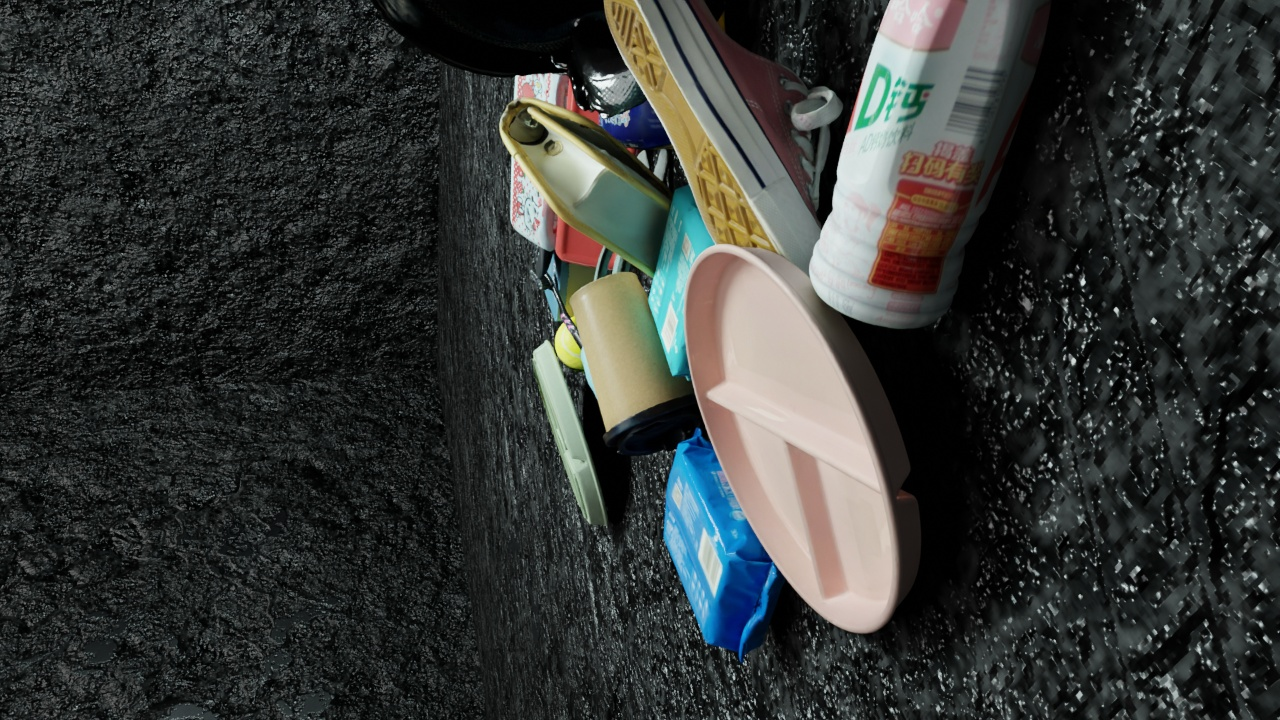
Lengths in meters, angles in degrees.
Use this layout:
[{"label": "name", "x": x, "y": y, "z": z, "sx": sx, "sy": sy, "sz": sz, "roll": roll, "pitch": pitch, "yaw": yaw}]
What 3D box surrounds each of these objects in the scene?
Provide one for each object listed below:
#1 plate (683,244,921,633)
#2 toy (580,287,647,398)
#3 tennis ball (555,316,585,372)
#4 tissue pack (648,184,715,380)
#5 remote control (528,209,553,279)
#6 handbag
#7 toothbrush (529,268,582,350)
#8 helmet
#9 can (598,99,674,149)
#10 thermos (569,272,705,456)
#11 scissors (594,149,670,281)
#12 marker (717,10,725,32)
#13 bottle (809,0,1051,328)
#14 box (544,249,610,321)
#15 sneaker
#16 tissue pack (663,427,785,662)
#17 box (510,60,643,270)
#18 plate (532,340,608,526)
[{"label": "plate", "x": 0.086, "y": 0.041, "z": 0.521, "sx": 0.230, "sy": 0.028, "sz": 0.229, "roll": 159, "pitch": 90, "yaw": -76}, {"label": "toy", "x": -0.013, "y": -0.001, "z": 0.885, "sx": 0.161, "sy": 0.049, "sz": 0.156, "roll": 38, "pitch": 125, "yaw": 51}, {"label": "tennis ball", "x": -0.062, "y": -0.019, "z": 1.022, "sx": 0.065, "sy": 0.065, "sz": 0.065, "roll": 176, "pitch": 91, "yaw": -73}, {"label": "tissue pack", "x": 0.047, "y": -0.060, "z": 0.679, "sx": 0.093, "sy": 0.050, "sz": 0.134, "roll": -108, "pitch": 22, "yaw": -43}, {"label": "remote control", "x": -0.108, "y": -0.153, "z": 1.006, "sx": 0.053, "sy": 0.024, "sz": 0.136, "roll": 120, "pitch": 144, "yaw": -65}, {"label": "handbag", "x": -0.041, "y": -0.155, "z": 0.726, "sx": 0.063, "sy": 0.163, "sz": 0.178, "roll": -45, "pitch": 60, "yaw": 11}, {"label": "toothbrush", "x": -0.073, "y": -0.031, "z": 0.983, "sx": 0.189, "sy": 0.017, "sz": 0.014, "roll": 59, "pitch": 141, "yaw": 25}, {"label": "helmet", "x": -0.056, "y": -0.313, "z": 0.618, "sx": 0.233, "sy": 0.275, "sz": 0.229, "roll": 53, "pitch": -143, "yaw": -43}, {"label": "can", "x": 0.008, "y": -0.201, "z": 0.740, "sx": 0.148, "sy": 0.074, "sz": 0.049, "roll": -136, "pitch": 41, "yaw": -66}, {"label": "thermos", "x": -0.004, "y": 0.004, "z": 0.752, "sx": 0.143, "sy": 0.093, "sz": 0.093, "roll": 67, "pitch": 159, "yaw": 14}, {"label": "scissors", "x": -0.006, "y": -0.104, "z": 0.828, "sx": 0.172, "sy": 0.019, "sz": 0.176, "roll": -29, "pitch": 62, "yaw": 47}, {"label": "marker", "x": 0.056, "y": -0.202, "z": 0.679, "sx": 0.018, "sy": 0.015, "sz": 0.124, "roll": -145, "pitch": 52, "yaw": -75}, {"label": "bottle", "x": 0.126, "y": -0.112, "z": 0.385, "sx": 0.068, "sy": 0.068, "sz": 0.197, "roll": -118, "pitch": 32, "yaw": -54}, {"label": "box", "x": -0.070, "y": -0.128, "z": 1.031, "sx": 0.089, "sy": 0.063, "sz": 0.185, "roll": -114, "pitch": 28, "yaw": -51}, {"label": "sneaker", "x": 0.068, "y": -0.134, "z": 0.536, "sx": 0.241, "sy": 0.087, "sz": 0.118, "roll": 62, "pitch": 168, "yaw": 4}, {"label": "tissue pack", "x": 0.060, "y": 0.130, "z": 0.672, "sx": 0.157, "sy": 0.052, "sz": 0.095, "roll": -115, "pitch": 29, "yaw": -50}, {"label": "box", "x": -0.070, "y": -0.196, "z": 0.892, "sx": 0.063, "sy": 0.160, "sz": 0.201, "roll": -40, "pitch": -35, "yaw": -51}, {"label": "plate", "x": -0.085, "y": 0.088, "z": 1.080, "sx": 0.230, "sy": 0.027, "sz": 0.230, "roll": 162, "pitch": 91, "yaw": -81}]
